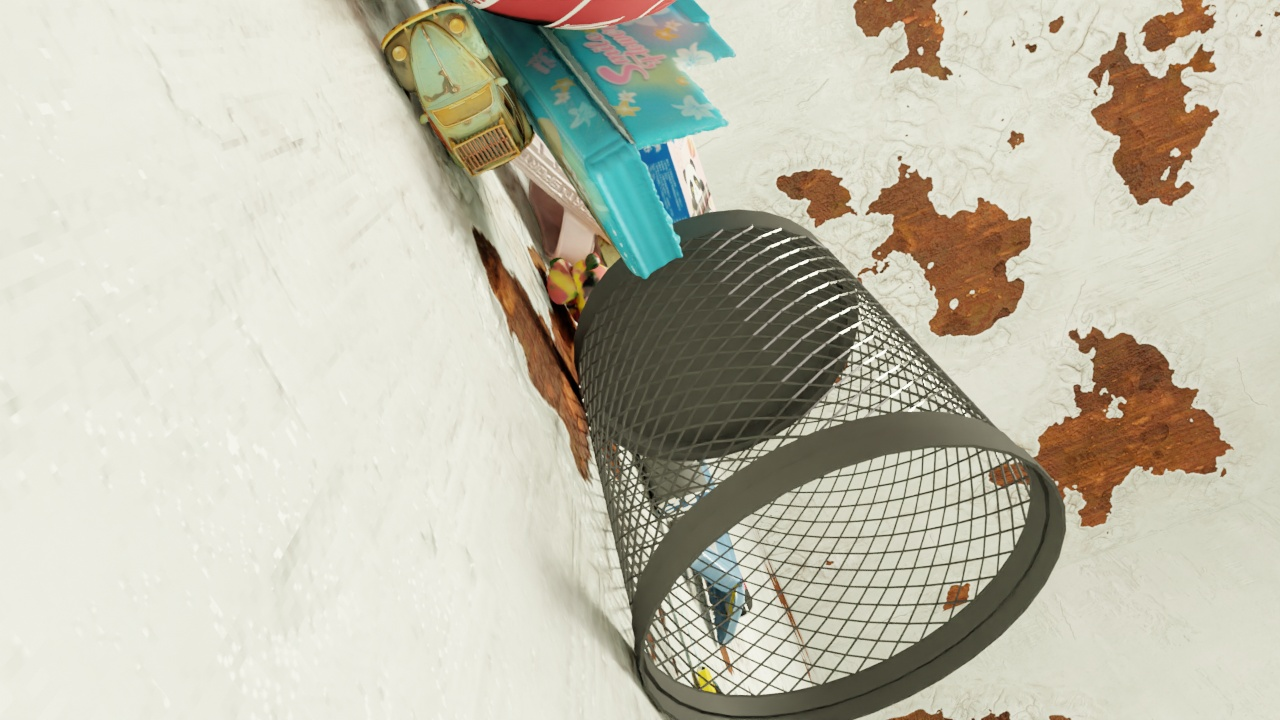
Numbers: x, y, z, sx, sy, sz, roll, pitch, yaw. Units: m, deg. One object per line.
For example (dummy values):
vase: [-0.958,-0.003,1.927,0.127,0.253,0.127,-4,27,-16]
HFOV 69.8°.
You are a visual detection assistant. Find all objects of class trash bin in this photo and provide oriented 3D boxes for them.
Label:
trash bin: [0.076,0.051,0.528,0.227,0.218,0.218,-112,177,-48]

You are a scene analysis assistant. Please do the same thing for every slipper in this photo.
slipper: [-0.055,-0.118,0.699,0.239,0.064,0.094,37,24,-46]

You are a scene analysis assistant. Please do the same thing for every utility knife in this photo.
utility knife: [0.050,0.230,0.592,0.030,0.019,0.227,79,-11,-64]

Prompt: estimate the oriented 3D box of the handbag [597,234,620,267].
handbag: [-0.013,-0.110,0.862,0.123,0.113,0.171,-84,154,-58]

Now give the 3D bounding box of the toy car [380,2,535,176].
toy car: [-0.084,-0.124,0.461,0.047,0.047,0.112,65,3,27]

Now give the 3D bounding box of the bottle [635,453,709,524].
bottle: [0.027,0.094,0.741,0.047,0.047,0.112,51,18,-74]

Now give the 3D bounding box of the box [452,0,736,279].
box: [-0.015,-0.171,0.530,0.226,0.117,0.097,57,0,35]

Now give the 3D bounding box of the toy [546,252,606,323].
toy: [-0.035,-0.038,0.656,0.084,0.046,0.103,47,-9,10]

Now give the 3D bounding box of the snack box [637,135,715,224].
snack box: [0.032,-0.155,0.802,0.087,0.033,0.154,-56,129,-64]

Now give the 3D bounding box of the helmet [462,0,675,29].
helmet: [-0.047,-0.270,0.426,0.224,0.198,0.270,33,26,-26]

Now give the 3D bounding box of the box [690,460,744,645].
box: [0.060,0.153,0.846,0.209,0.047,0.122,-101,169,-65]

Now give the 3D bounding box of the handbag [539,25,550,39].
handbag: [-0.101,-0.288,0.671,0.158,0.069,0.126,45,9,-15]

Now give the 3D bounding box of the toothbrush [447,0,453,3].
toothbrush: [-0.101,-0.220,0.664,0.017,0.016,0.189,12,33,-51]

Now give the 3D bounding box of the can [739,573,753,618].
can: [0.087,0.220,0.928,0.031,0.031,0.080,-97,165,-71]
